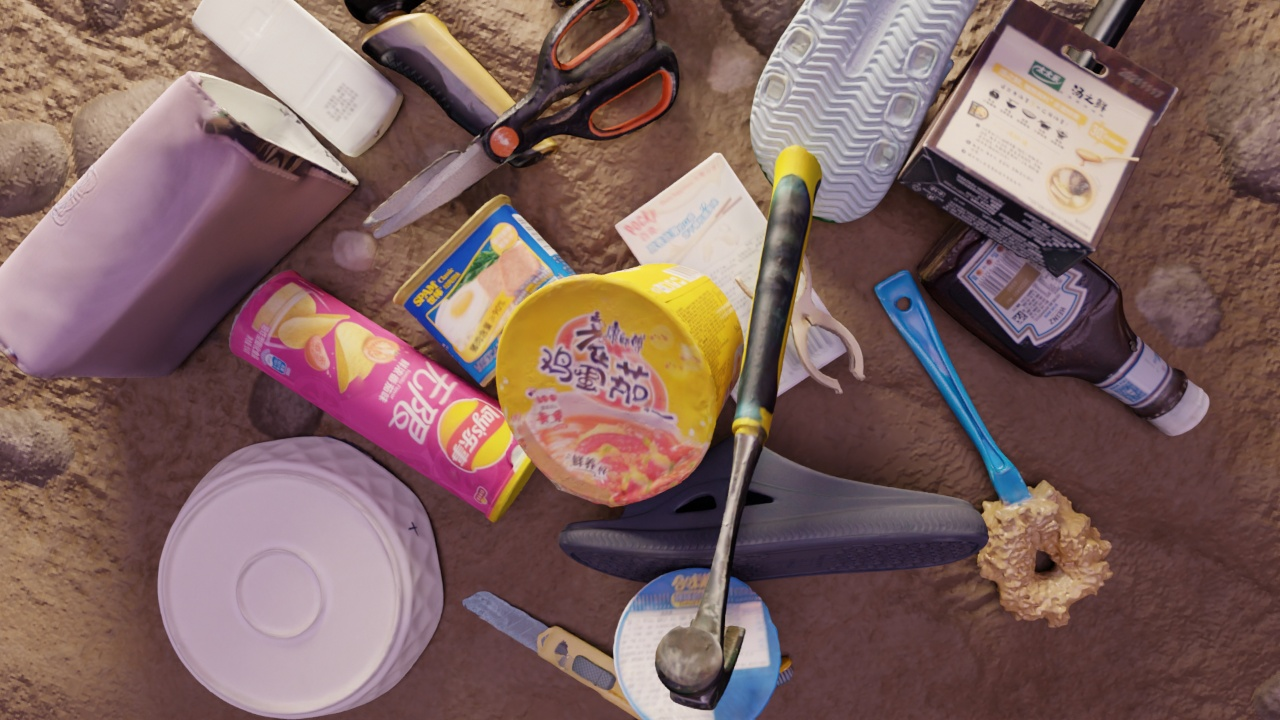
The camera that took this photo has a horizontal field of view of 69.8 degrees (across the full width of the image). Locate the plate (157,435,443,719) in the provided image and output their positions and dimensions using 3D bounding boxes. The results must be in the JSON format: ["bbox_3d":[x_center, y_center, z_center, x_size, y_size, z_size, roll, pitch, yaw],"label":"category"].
[{"bbox_3d":[-0.244,0.157,0.645,0.205,0.045,0.205,0,95,5],"label":"plate"}]

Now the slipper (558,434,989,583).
[{"bbox_3d":[0.082,0.096,0.597,0.268,0.111,0.083,-3,65,3],"label":"slipper"}]

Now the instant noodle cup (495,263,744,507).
[{"bbox_3d":[-0.003,0.003,0.566,0.138,0.109,0.138,8,110,21],"label":"instant noodle cup"}]

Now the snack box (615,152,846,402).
[{"bbox_3d":[0.061,-0.049,0.613,0.085,0.027,0.157,-34,91,7],"label":"snack box"}]

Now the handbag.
[{"bbox_3d":[-0.299,-0.083,0.581,0.197,0.145,0.098,-44,93,5],"label":"handbag"}]

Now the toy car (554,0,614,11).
[{"bbox_3d":[0.006,-0.276,0.593,0.156,0.041,0.071,-16,93,10],"label":"toy car"}]

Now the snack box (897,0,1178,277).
[{"bbox_3d":[0.235,-0.133,0.545,0.113,0.053,0.125,33,69,3],"label":"snack box"}]

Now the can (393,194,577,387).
[{"bbox_3d":[-0.098,-0.045,0.612,0.102,0.057,0.083,-43,92,6],"label":"can"}]

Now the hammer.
[{"bbox_3d":[0.062,0.025,0.508,0.032,0.126,0.322,9,66,12],"label":"hammer"}]

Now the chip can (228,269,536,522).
[{"bbox_3d":[-0.166,0.023,0.615,0.210,0.071,0.071,32,96,2],"label":"chip can"}]

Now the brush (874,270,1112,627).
[{"bbox_3d":[0.225,0.056,0.606,0.083,0.045,0.254,-29,88,10],"label":"brush"}]

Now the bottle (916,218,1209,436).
[{"bbox_3d":[0.275,-0.022,0.588,0.195,0.044,0.080,36,111,-2],"label":"bottle"}]

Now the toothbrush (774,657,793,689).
[{"bbox_3d":[0.021,0.253,0.646,0.191,0.016,0.018,-27,100,5],"label":"toothbrush"}]

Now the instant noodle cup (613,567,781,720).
[{"bbox_3d":[0.037,0.192,0.583,0.099,0.110,0.099,-2,66,5],"label":"instant noodle cup"}]

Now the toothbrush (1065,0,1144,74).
[{"bbox_3d":[0.275,-0.180,0.587,0.027,0.026,0.213,29,100,-10],"label":"toothbrush"}]

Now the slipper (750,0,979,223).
[{"bbox_3d":[0.151,-0.206,0.569,0.104,0.074,0.246,30,113,8],"label":"slipper"}]

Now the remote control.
[{"bbox_3d":[-0.233,-0.206,0.628,0.150,0.021,0.058,41,96,1],"label":"remote control"}]

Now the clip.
[{"bbox_3d":[0.105,-0.024,0.582,0.071,0.034,0.100,-32,87,7],"label":"clip"}]

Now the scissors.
[{"bbox_3d":[-0.068,-0.135,0.586,0.141,0.021,0.235,33,96,-34],"label":"scissors"}]

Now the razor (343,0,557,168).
[{"bbox_3d":[-0.122,-0.193,0.607,0.167,0.062,0.067,43,85,-5],"label":"razor"}]

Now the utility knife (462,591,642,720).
[{"bbox_3d":[-0.033,0.218,0.642,0.211,0.022,0.031,29,84,14],"label":"utility knife"}]
